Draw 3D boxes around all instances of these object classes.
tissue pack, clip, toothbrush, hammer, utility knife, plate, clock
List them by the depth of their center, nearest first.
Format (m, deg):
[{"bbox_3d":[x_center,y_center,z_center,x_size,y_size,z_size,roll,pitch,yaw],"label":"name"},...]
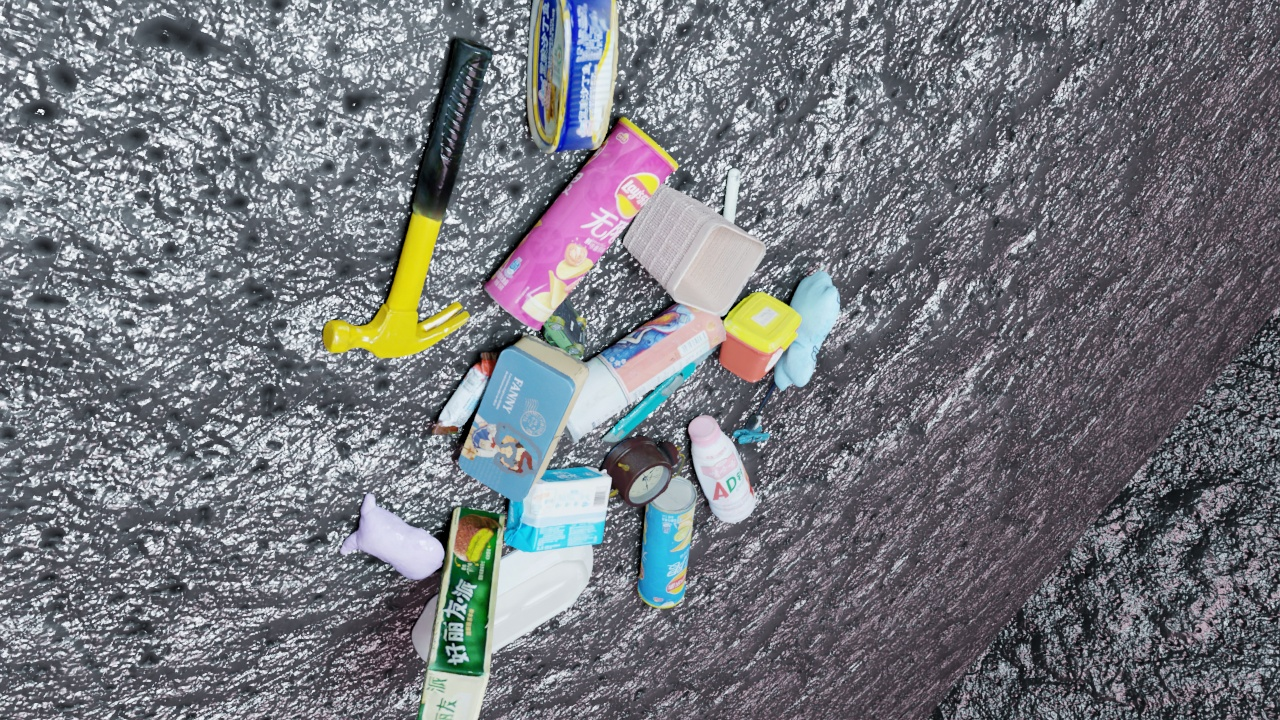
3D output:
[{"bbox_3d":[-0.186,-0.130,0.806,0.128,0.033,0.301,-1,125,-40],"label":"hammer"},{"bbox_3d":[0.096,-0.132,1.051,0.029,0.020,0.190,3,128,-2],"label":"toothbrush"},{"bbox_3d":[-0.099,0.179,1.113,0.139,0.063,0.090,1,101,-43],"label":"tissue pack"},{"bbox_3d":[0.037,0.032,1.148,0.216,0.013,0.029,-43,141,-2],"label":"utility knife"},{"bbox_3d":[0.007,0.142,1.187,0.121,0.055,0.082,-5,127,-39],"label":"clock"},{"bbox_3d":[-0.171,0.322,1.213,0.265,0.034,0.162,-26,137,-20],"label":"plate"},{"bbox_3d":[0.192,0.024,1.270,0.018,0.015,0.181,-3,127,-46],"label":"toothbrush"},{"bbox_3d":[0.158,0.106,1.308,0.056,0.042,0.014,-9,127,-33],"label":"clip"}]

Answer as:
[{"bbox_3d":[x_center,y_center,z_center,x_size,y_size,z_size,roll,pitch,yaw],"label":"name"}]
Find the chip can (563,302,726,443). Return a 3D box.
[{"bbox_3d":[-0.006,0.006,1.045,0.214,0.071,0.071,-33,139,-12],"label":"chip can"}]

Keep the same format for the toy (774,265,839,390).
[{"bbox_3d":[0.210,-0.043,1.165,0.049,0.162,0.156,8,81,-14],"label":"toy"}]

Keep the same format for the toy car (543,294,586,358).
[{"bbox_3d":[-0.083,-0.037,0.964,0.036,0.043,0.091,-3,148,15],"label":"toy car"}]

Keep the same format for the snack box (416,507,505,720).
[{"bbox_3d":[-0.194,0.282,1.005,0.063,0.239,0.115,11,122,-11],"label":"snack box"}]

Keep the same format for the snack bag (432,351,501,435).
[{"bbox_3d":[-0.179,0.036,0.960,0.104,0.026,0.048,-53,163,14],"label":"snack bag"}]

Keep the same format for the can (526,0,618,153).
[{"bbox_3d":[-0.059,-0.248,0.777,0.049,0.074,0.148,-14,132,-27],"label":"can"}]

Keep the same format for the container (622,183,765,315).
[{"bbox_3d":[0.050,-0.118,0.951,0.089,0.111,0.090,14,114,-46],"label":"container"}]

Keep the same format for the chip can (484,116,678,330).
[{"bbox_3d":[-0.058,-0.129,0.883,0.211,0.071,0.071,-49,140,7],"label":"chip can"}]

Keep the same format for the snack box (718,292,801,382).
[{"bbox_3d":[0.144,-0.026,1.128,0.091,0.082,0.080,-42,156,-40],"label":"snack box"}]

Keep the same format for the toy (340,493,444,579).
[{"bbox_3d":[-0.266,0.202,0.997,0.108,0.038,0.084,29,110,-9],"label":"toy"}]

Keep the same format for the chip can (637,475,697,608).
[{"bbox_3d":[0.036,0.260,1.302,0.071,0.071,0.211,-20,135,-26],"label":"chip can"}]

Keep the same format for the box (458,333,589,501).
[{"bbox_3d":[-0.121,0.056,0.964,0.185,0.090,0.061,-67,173,30],"label":"box"}]

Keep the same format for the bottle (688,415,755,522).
[{"bbox_3d":[0.109,0.150,1.273,0.068,0.068,0.197,-35,137,-10],"label":"bottle"}]
